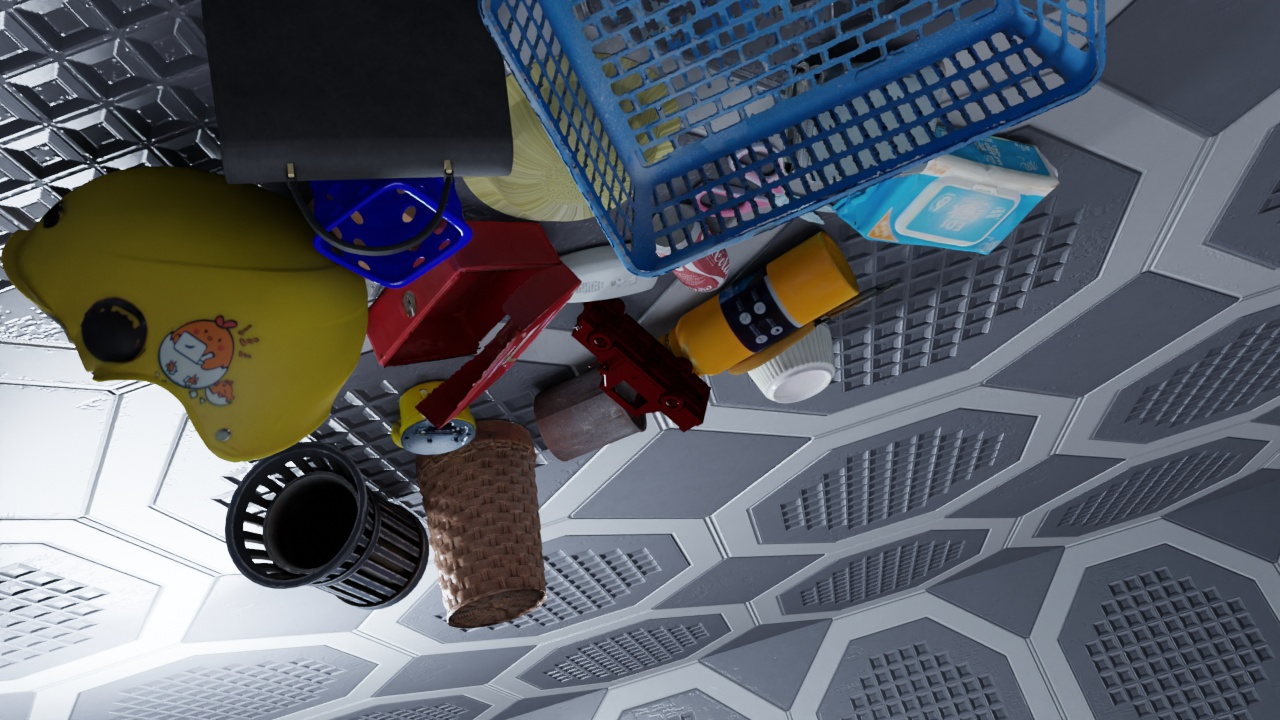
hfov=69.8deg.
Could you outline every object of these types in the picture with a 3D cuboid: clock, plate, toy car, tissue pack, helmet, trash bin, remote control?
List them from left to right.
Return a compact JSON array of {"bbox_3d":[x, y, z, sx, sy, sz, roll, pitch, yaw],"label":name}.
[{"bbox_3d":[-0.294,-0.061,0.647,0.240,0.209,0.140,40,102,-16],"label":"helmet"},{"bbox_3d":[-0.360,0.214,1.108,0.164,0.164,0.227,-18,154,2],"label":"trash bin"},{"bbox_3d":[-0.233,0.072,1.027,0.083,0.057,0.119,2,146,-30],"label":"clock"},{"bbox_3d":[-0.184,0.198,1.111,0.151,0.210,0.151,-13,151,-8],"label":"trash bin"},{"bbox_3d":[-0.053,-0.161,0.742,0.184,0.036,0.185,-12,150,-7],"label":"plate"},{"bbox_3d":[-0.038,-0.084,0.889,0.114,0.028,0.060,-11,150,-10],"label":"remote control"},{"bbox_3d":[-0.006,0.005,0.952,0.170,0.070,0.062,41,129,-20],"label":"toy car"},{"bbox_3d":[0.295,-0.164,0.886,0.209,0.066,0.117,4,144,-28],"label":"tissue pack"}]

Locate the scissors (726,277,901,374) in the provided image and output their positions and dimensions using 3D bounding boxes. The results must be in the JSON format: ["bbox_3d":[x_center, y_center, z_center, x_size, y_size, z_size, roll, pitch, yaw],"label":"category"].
[{"bbox_3d":[0.191,-0.048,0.995,0.230,0.016,0.113,-29,-166,38],"label":"scissors"}]

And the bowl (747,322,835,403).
[{"bbox_3d":[0.187,0.006,1.119,0.115,0.062,0.115,-12,150,-7],"label":"bowl"}]

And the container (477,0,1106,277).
[{"bbox_3d":[0.106,-0.230,0.608,0.362,0.089,0.257,-22,135,10],"label":"container"}]

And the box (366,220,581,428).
[{"bbox_3d":[-0.151,-0.048,0.818,0.158,0.126,0.136,-44,178,36],"label":"box"}]

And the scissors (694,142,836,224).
[{"bbox_3d":[0.137,-0.161,0.861,0.178,0.016,0.101,5,144,-32],"label":"scissors"}]

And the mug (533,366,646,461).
[{"bbox_3d":[-0.055,0.056,1.075,0.110,0.096,0.122,-18,-178,13],"label":"mug"}]

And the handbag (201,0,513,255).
[{"bbox_3d":[-0.165,-0.142,0.558,0.175,0.195,0.072,-6,149,-18],"label":"handbag"}]

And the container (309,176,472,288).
[{"bbox_3d":[-0.183,-0.128,0.654,0.085,0.113,0.085,-30,148,18],"label":"container"}]

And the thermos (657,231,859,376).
[{"bbox_3d":[0.118,-0.043,0.987,0.233,0.076,0.091,-31,142,24],"label":"thermos"}]

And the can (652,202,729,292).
[{"bbox_3d":[0.048,-0.105,0.872,0.054,0.054,0.096,-25,149,15],"label":"can"}]

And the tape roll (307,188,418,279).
[{"bbox_3d":[-0.228,-0.106,0.758,0.094,0.027,0.094,-12,150,-7],"label":"tape roll"}]

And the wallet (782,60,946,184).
[{"bbox_3d":[0.184,-0.200,0.759,0.131,0.054,0.100,-6,122,-19],"label":"wallet"}]
